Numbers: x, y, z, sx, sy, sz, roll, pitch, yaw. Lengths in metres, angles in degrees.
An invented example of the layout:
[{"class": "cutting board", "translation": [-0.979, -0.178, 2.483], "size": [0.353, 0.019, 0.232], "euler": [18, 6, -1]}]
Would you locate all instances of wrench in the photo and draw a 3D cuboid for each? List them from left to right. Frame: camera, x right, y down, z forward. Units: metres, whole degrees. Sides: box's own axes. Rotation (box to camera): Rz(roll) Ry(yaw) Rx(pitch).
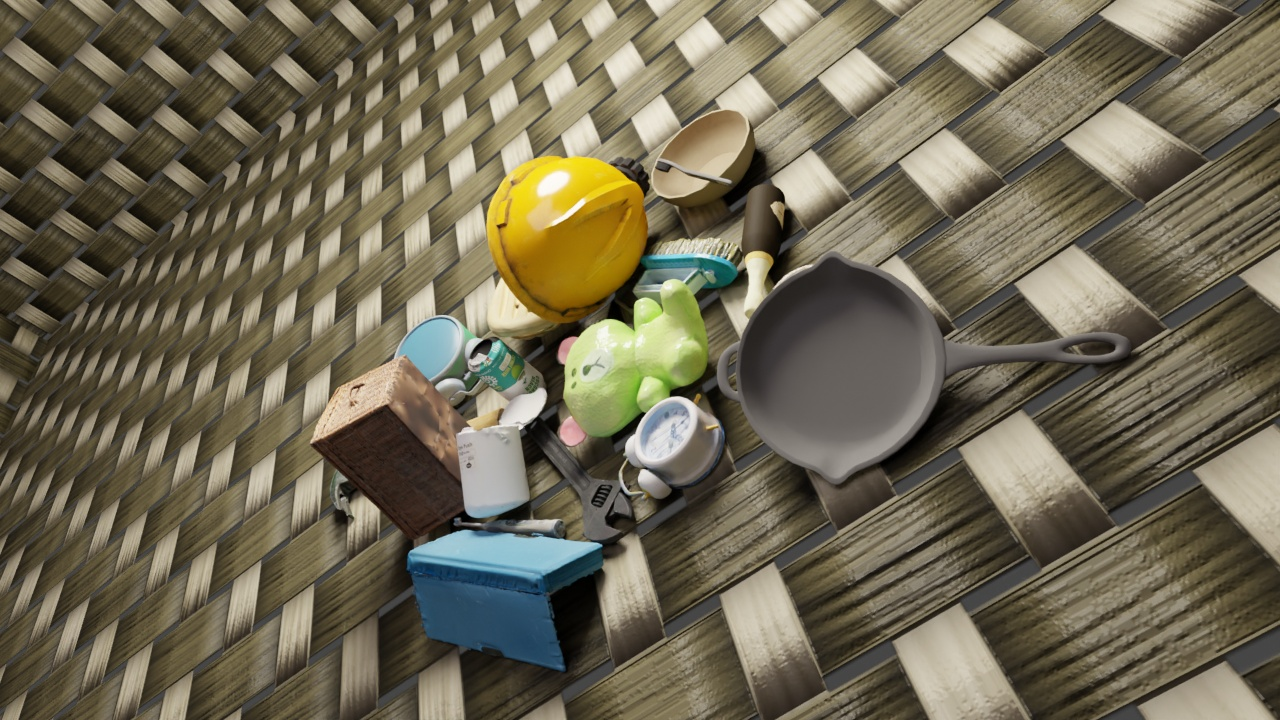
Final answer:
[{"class": "wrench", "translation": [-0.079, 0.127, 1.056], "size": [0.073, 0.018, 0.273], "euler": [-48, 36, -2]}]

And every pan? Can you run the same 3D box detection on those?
[{"class": "pan", "translation": [0.237, 0.002, 0.821], "size": [0.355, 0.024, 0.216], "euler": [-4, 79, 28]}]

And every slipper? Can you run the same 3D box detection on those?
[{"class": "slipper", "translation": [-0.140, -0.079, 1.256], "size": [0.111, 0.079, 0.261], "euler": [-11, 28, 4]}]

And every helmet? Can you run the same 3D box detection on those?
[{"class": "helmet", "translation": [-0.061, -0.172, 1.141], "size": [0.132, 0.205, 0.254], "euler": [-19, 25, 38]}]

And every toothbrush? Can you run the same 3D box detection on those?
[{"class": "toothbrush", "translation": [-0.158, 0.194, 1.067], "size": [0.186, 0.024, 0.022], "euler": [-6, 12, 41]}, {"class": "toothbrush", "translation": [0.067, -0.237, 1.162], "size": [0.167, 0.013, 0.013], "euler": [30, 88, 52]}]

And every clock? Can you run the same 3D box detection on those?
[{"class": "clock", "translation": [-0.275, 0.008, 1.315], "size": [0.162, 0.075, 0.121], "euler": [24, 74, 39]}, {"class": "clock", "translation": [0.028, 0.094, 0.956], "size": [0.125, 0.052, 0.088], "euler": [-43, 38, 11]}]

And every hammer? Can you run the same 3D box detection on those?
[{"class": "hammer", "translation": [-0.312, 0.129, 1.270], "size": [0.331, 0.033, 0.132], "euler": [-21, 42, 30]}]

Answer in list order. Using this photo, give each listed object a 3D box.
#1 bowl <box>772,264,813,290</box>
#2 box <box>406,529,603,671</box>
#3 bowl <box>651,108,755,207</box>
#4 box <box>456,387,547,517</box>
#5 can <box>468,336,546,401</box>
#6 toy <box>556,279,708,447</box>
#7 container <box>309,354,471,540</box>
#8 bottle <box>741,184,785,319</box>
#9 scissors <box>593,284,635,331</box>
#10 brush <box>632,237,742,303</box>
[{"class": "bowl", "translation": [0.176, -0.050, 0.930], "size": [0.145, 0.063, 0.145], "euler": [-25, 42, 25]}, {"class": "box", "translation": [-0.143, 0.254, 0.993], "size": [0.232, 0.094, 0.112], "euler": [-4, 99, 40]}, {"class": "bowl", "translation": [0.090, -0.258, 1.212], "size": [0.153, 0.050, 0.152], "euler": [-26, 43, 26]}, {"class": "box", "translation": [-0.160, 0.106, 1.099], "size": [0.084, 0.136, 0.147], "euler": [-12, 86, 41]}, {"class": "can", "translation": [-0.169, 0.017, 1.172], "size": [0.055, 0.101, 0.054], "euler": [-26, 41, 25]}, {"class": "toy", "translation": [-0.006, 0.006, 1.033], "size": [0.197, 0.107, 0.150], "euler": [-28, 57, 37]}, {"class": "container", "translation": [-0.286, 0.106, 1.127], "size": [0.113, 0.198, 0.113], "euler": [-27, 30, 20]}, {"class": "bottle", "translation": [0.136, -0.122, 1.048], "size": [0.045, 0.045, 0.184], "euler": [-17, 46, 34]}, {"class": "scissors", "translation": [-0.001, -0.053, 1.145], "size": [0.165, 0.012, 0.150], "euler": [-19, 46, 36]}, {"class": "brush", "translation": [0.058, -0.103, 1.098], "size": [0.136, 0.055, 0.075], "euler": [3, 54, 45]}]
